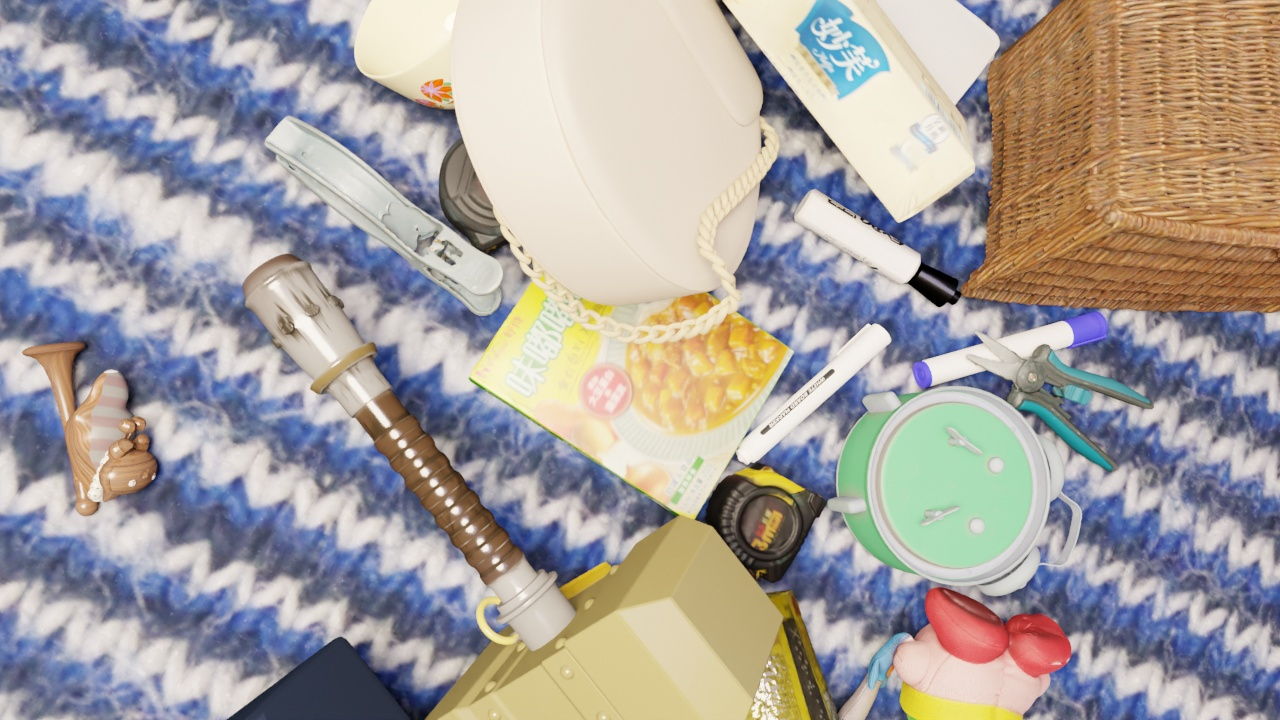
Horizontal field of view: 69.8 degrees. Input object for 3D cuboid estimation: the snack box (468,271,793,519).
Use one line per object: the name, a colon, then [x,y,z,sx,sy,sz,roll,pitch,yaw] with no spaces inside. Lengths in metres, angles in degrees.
snack box: [-0.003,0.003,0.588,0.168,0.027,0.131,33,79,-4]

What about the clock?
clock: [0.212,0.086,0.590,0.161,0.075,0.121,22,81,-7]

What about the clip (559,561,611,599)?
clip: [-0.032,0.159,0.575,0.053,0.035,0.046,-28,71,-13]

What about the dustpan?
dustpan: [-0.116,0.262,0.450,0.274,0.080,0.236,-38,91,21]

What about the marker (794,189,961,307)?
marker: [0.163,-0.074,0.625,0.126,0.025,0.025,31,80,-5]

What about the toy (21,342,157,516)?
toy: [-0.313,0.038,0.529,0.055,0.041,0.102,-8,94,12]

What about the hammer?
hammer: [-0.097,0.079,0.490,0.191,0.100,0.325,-38,91,26]

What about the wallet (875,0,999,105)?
wallet: [0.183,-0.223,0.643,0.116,0.032,0.086,40,91,-5]

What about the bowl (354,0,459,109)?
bowl: [-0.106,-0.199,0.563,0.074,0.118,0.118,37,76,-47]

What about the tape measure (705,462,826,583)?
tape measure: [0.074,0.102,0.587,0.062,0.038,0.067,31,83,-13]

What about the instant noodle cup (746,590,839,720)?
instant noodle cup: [0.070,0.199,0.551,0.102,0.102,0.108,-9,77,-10]

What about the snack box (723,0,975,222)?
snack box: [0.117,-0.196,0.555,0.055,0.153,0.207,-36,100,28]

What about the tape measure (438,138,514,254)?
tape measure: [-0.091,-0.107,0.579,0.071,0.042,0.072,-26,93,-10]

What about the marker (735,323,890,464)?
marker: [0.114,0.022,0.611,0.133,0.017,0.020,-40,55,-11]

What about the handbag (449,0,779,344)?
handbag: [-0.001,-0.141,0.509,0.210,0.104,0.208,46,48,-42]

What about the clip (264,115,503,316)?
clip: [-0.151,-0.083,0.566,0.163,0.108,0.028,37,80,0]

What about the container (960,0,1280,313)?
container: [0.354,-0.137,0.598,0.250,0.162,0.183,2,80,-10]

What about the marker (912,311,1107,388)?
marker: [0.257,-0.007,0.636,0.141,0.020,0.020,-15,87,-10]

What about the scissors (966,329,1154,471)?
scissors: [0.291,0.024,0.631,0.149,0.019,0.122,-10,100,-8]

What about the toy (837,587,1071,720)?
toy: [0.198,0.217,0.571,0.124,0.096,0.131,17,108,-16]
